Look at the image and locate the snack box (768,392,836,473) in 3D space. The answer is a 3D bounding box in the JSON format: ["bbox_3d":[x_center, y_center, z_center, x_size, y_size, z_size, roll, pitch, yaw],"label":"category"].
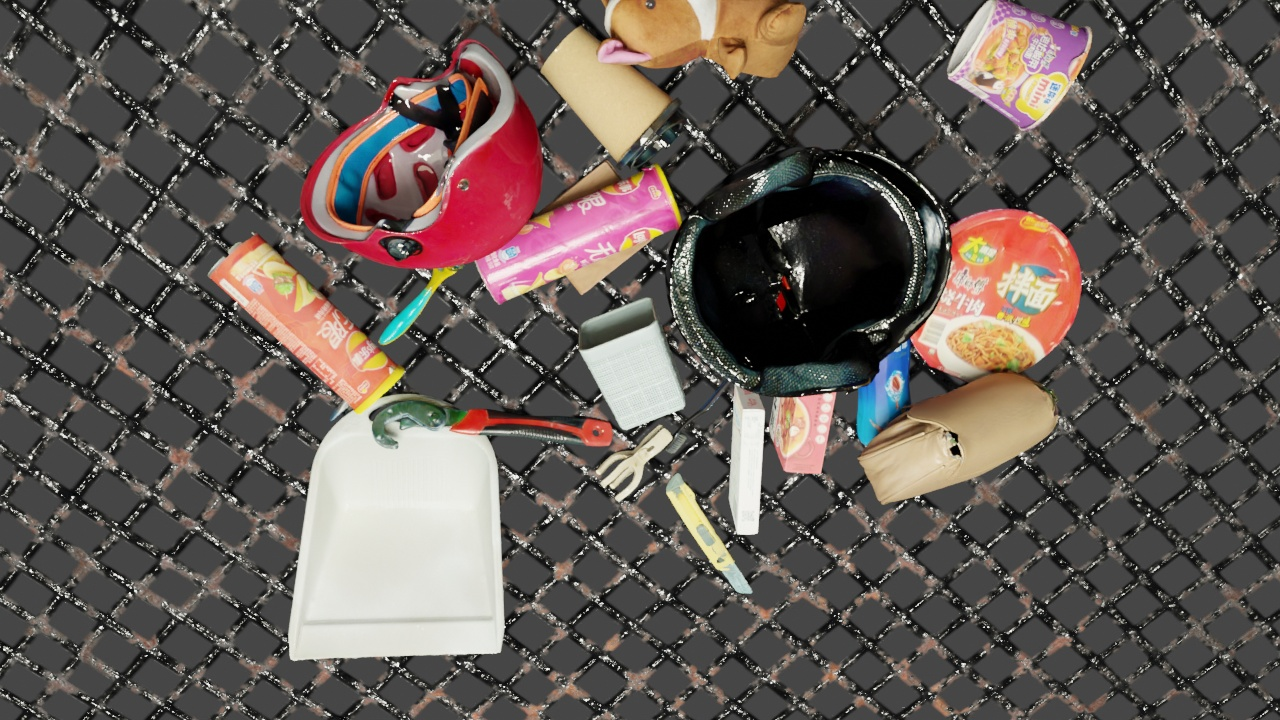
[{"bbox_3d":[0.181,0.044,1.023,0.044,0.113,0.127,6,110,-3],"label":"snack box"}]

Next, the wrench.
[{"bbox_3d":[-0.166,0.076,1.050,0.273,0.056,0.016,2,155,-14],"label":"wrench"}]

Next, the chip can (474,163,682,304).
[{"bbox_3d":[-0.065,-0.130,0.950,0.210,0.071,0.071,-23,110,2],"label":"chip can"}]

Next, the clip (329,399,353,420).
[{"bbox_3d":[-0.335,0.049,1.054,0.038,0.026,0.058,38,99,-23],"label":"clip"}]

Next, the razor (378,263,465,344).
[{"bbox_3d":[-0.245,-0.068,1.011,0.043,0.028,0.133,41,102,9],"label":"razor"}]

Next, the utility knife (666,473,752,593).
[{"bbox_3d":[0.085,0.220,1.141,0.031,0.020,0.196,-28,114,14],"label":"utility knife"}]

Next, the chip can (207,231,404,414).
[{"bbox_3d":[-0.359,-0.038,0.991,0.073,0.073,0.216,-42,104,12],"label":"chip can"}]

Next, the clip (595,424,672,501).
[{"bbox_3d":[-0.012,0.118,1.094,0.035,0.092,0.103,45,68,-15],"label":"clip"}]

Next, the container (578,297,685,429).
[{"bbox_3d":[-0.006,0.006,1.016,0.090,0.089,0.111,-21,112,6],"label":"container"}]

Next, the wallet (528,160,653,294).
[{"bbox_3d":[-0.051,-0.144,0.996,0.115,0.020,0.101,-37,108,9],"label":"wallet"}]

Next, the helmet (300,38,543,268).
[{"bbox_3d":[-0.196,-0.173,0.898,0.240,0.206,0.144,-23,142,21],"label":"helmet"}]

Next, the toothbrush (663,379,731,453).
[{"bbox_3d":[0.091,0.041,1.072,0.016,0.014,0.190,37,104,-15],"label":"toothbrush"}]

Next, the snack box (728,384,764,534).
[{"bbox_3d":[0.122,0.112,1.062,0.027,0.084,0.157,1,111,-1],"label":"snack box"}]

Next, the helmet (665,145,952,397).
[{"bbox_3d":[0.156,-0.090,0.913,0.274,0.230,0.233,-18,99,-6],"label":"helmet"}]

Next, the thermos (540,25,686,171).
[{"bbox_3d":[-0.027,-0.261,0.919,0.143,0.093,0.093,43,104,-7],"label":"thermos"}]

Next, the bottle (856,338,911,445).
[{"bbox_3d":[0.271,-0.008,1.032,0.065,0.065,0.219,-9,111,1],"label":"bottle"}]

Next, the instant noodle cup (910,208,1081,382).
[{"bbox_3d":[0.375,-0.076,1.010,0.194,0.065,0.194,-1,110,-4],"label":"instant noodle cup"}]

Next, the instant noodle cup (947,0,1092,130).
[{"bbox_3d":[0.369,-0.300,0.909,0.099,0.111,0.112,27,107,-2],"label":"instant noodle cup"}]

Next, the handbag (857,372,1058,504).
[{"bbox_3d":[0.334,0.078,0.975,0.204,0.148,0.099,-17,74,-29],"label":"handbag"}]

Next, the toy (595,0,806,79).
[{"bbox_3d":[0.055,-0.331,0.876,0.199,0.139,0.131,-1,138,3],"label":"toy"}]

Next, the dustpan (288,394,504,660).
[{"bbox_3d":[-0.261,0.173,1.009,0.222,0.257,0.143,1,131,-11],"label":"dustpan"}]
